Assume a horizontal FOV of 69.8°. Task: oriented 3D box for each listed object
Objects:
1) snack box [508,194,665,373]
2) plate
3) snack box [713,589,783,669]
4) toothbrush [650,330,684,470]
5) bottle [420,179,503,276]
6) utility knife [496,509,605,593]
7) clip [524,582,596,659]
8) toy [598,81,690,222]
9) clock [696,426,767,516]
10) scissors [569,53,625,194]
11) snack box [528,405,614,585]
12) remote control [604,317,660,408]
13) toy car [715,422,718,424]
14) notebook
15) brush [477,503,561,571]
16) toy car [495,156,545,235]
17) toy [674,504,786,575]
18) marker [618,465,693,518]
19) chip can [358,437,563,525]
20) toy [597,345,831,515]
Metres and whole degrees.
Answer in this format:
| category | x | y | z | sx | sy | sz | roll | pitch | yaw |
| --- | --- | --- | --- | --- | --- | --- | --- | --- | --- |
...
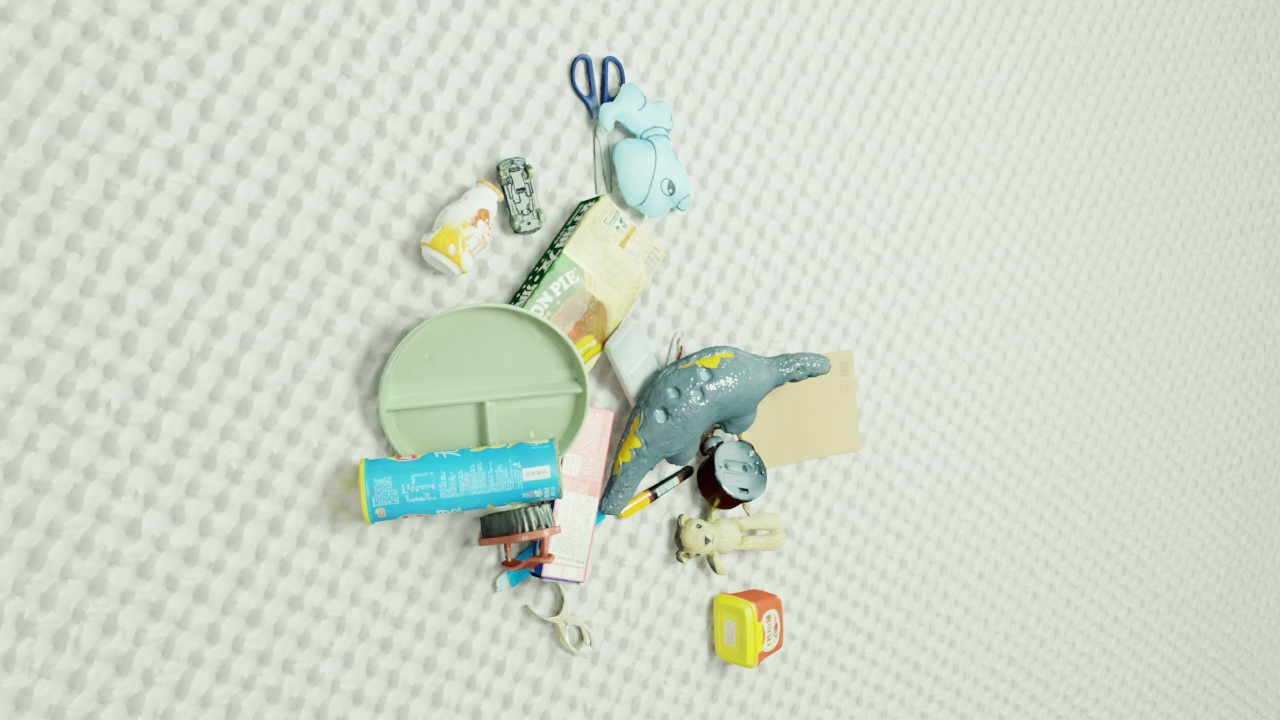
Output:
| category | x | y | z | sx | sy | sz | roll | pitch | yaw |
| --- | --- | --- | --- | --- | --- | --- | --- | --- | --- |
| snack box | -0.080 | -0.069 | 1.090 | 0.114 | 0.063 | 0.239 | 39 | 74 | -24 |
| plate | -0.171 | 0.041 | 1.014 | 0.230 | 0.027 | 0.230 | -5 | 114 | -12 |
| snack box | 0.145 | 0.354 | 1.228 | 0.080 | 0.082 | 0.091 | -6 | 96 | -43 |
| toothbrush | 0.032 | 0.051 | 1.183 | 0.016 | 0.017 | 0.187 | 17 | 84 | -30 |
| bottle | -0.196 | -0.149 | 1.021 | 0.063 | 0.063 | 0.108 | 38 | 74 | -25 |
| utility knife | -0.111 | 0.225 | 1.109 | 0.160 | 0.018 | 0.034 | -36 | 109 | -22 |
| clip | -0.092 | 0.318 | 1.117 | 0.070 | 0.035 | 0.100 | -41 | 102 | -21 |
| toy | 0.008 | -0.251 | 1.138 | 0.161 | 0.050 | 0.156 | 23 | 81 | -31 |
| clock | 0.118 | 0.141 | 1.205 | 0.082 | 0.055 | 0.121 | 11 | 58 | -24 |
| scissors | -0.040 | -0.293 | 1.134 | 0.126 | 0.012 | 0.173 | -36 | 110 | -23 |
| snack box | -0.083 | 0.157 | 1.087 | 0.058 | 0.057 | 0.207 | 14 | 79 | -22 |
| remote control | -0.007 | 0.007 | 1.124 | 0.055 | 0.020 | 0.136 | -48 | 143 | -20 |
| toy car | 0.091 | 0.061 | 1.209 | 0.105 | 0.031 | 0.049 | 6 | 88 | -29 |
| notebook | 0.226 | 0.068 | 1.297 | 0.211 | 0.012 | 0.149 | -7 | 94 | -29 |
| brush | -0.130 | 0.198 | 1.023 | 0.063 | 0.146 | 0.069 | -7 | 82 | -29 |
| toy car | -0.142 | -0.190 | 1.067 | 0.042 | 0.034 | 0.090 | -23 | 105 | -30 |
| toy | 0.119 | 0.231 | 1.211 | 0.157 | 0.066 | 0.105 | 0 | 86 | -23 |
| marker | 0.021 | 0.168 | 1.184 | 0.123 | 0.015 | 0.018 | -28 | 106 | -28 |
| chip can | -0.192 | 0.129 | 0.994 | 0.210 | 0.071 | 0.071 | -6 | 95 | -11 |
| toy | 0.081 | 0.055 | 1.140 | 0.355 | 0.091 | 0.138 | -30 | 112 | -14 |
